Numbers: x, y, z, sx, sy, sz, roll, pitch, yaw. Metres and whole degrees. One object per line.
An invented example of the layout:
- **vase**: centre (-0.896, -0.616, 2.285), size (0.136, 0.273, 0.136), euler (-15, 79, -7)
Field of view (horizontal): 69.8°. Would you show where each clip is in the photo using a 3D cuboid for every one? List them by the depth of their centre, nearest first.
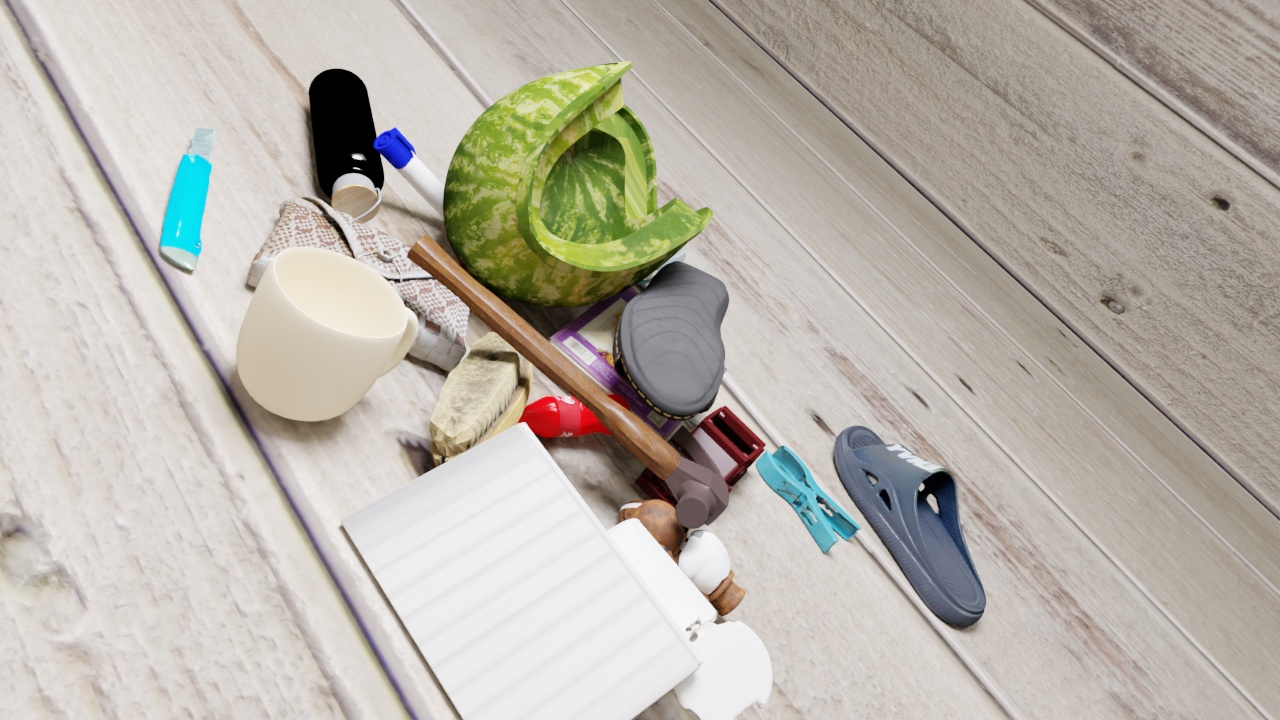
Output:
- **clip**: centre (0.181, 0.139, 0.965), size (0.127, 0.028, 0.113), euler (45, 27, 14)

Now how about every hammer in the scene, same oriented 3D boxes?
- **hammer**: centre (-0.056, 0.014, 0.740), size (0.323, 0.033, 0.115), euler (41, 14, -3)

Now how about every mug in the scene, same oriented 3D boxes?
- **mug**: centre (-0.219, -0.010, 0.645), size (0.120, 0.100, 0.096), euler (8, 38, -46)

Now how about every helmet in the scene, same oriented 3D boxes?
- **helmet**: centre (-0.075, -0.164, 0.899), size (0.213, 0.243, 0.247), euler (56, -7, -21)

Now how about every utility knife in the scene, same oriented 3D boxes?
- **utility knife**: centre (-0.369, -0.141, 0.758), size (0.031, 0.015, 0.205), euler (20, 36, -31)

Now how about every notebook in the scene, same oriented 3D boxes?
- **notebook**: centre (-0.077, 0.150, 0.593), size (0.142, 0.009, 0.209), euler (-29, 65, -27)

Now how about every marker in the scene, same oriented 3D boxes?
- **marker**: centre (-0.213, -0.178, 0.919), size (0.133, 0.027, 0.023), euler (49, 10, -50)

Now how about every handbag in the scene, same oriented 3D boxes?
- **handbag**: centre (-0.228, -0.071, 0.785), size (0.185, 0.047, 0.124), euler (26, 31, -21)

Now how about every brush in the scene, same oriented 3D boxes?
- **brush**: centre (-0.124, 0.026, 0.737), size (0.059, 0.043, 0.195), euler (0, 26, 9)

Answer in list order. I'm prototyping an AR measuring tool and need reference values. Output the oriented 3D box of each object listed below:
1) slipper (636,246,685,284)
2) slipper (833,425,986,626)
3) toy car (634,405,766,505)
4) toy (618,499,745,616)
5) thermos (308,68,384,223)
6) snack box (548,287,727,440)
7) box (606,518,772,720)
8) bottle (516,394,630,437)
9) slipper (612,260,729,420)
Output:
- **slipper**: centre (-0.002, -0.133, 1.107), size (0.098, 0.055, 0.268), euler (0, 22, -4)
- **slipper**: centre (0.308, 0.161, 1.020), size (0.110, 0.083, 0.268), euler (12, 39, -36)
- **toy car**: centre (0.067, 0.092, 0.863), size (0.070, 0.062, 0.169), euler (44, 29, 13)
- **toy**: centre (0.031, 0.157, 0.731), size (0.112, 0.067, 0.087), euler (47, 28, -3)
- **thermos**: centre (-0.287, -0.205, 0.900), size (0.061, 0.061, 0.231), euler (16, 35, -35)
- **snack box**: centre (-0.005, 0.005, 0.904), size (0.143, 0.041, 0.147), euler (41, 39, 6)
- **box**: centre (0.017, 0.187, 0.638), size (0.083, 0.093, 0.166), euler (-32, 73, -37)
- **bottle**: centre (-0.067, 0.048, 0.796), size (0.118, 0.036, 0.036), euler (0, 44, -32)
- **slipper**: centre (0.031, -0.015, 0.854), size (0.113, 0.076, 0.267), euler (24, 28, -3)
